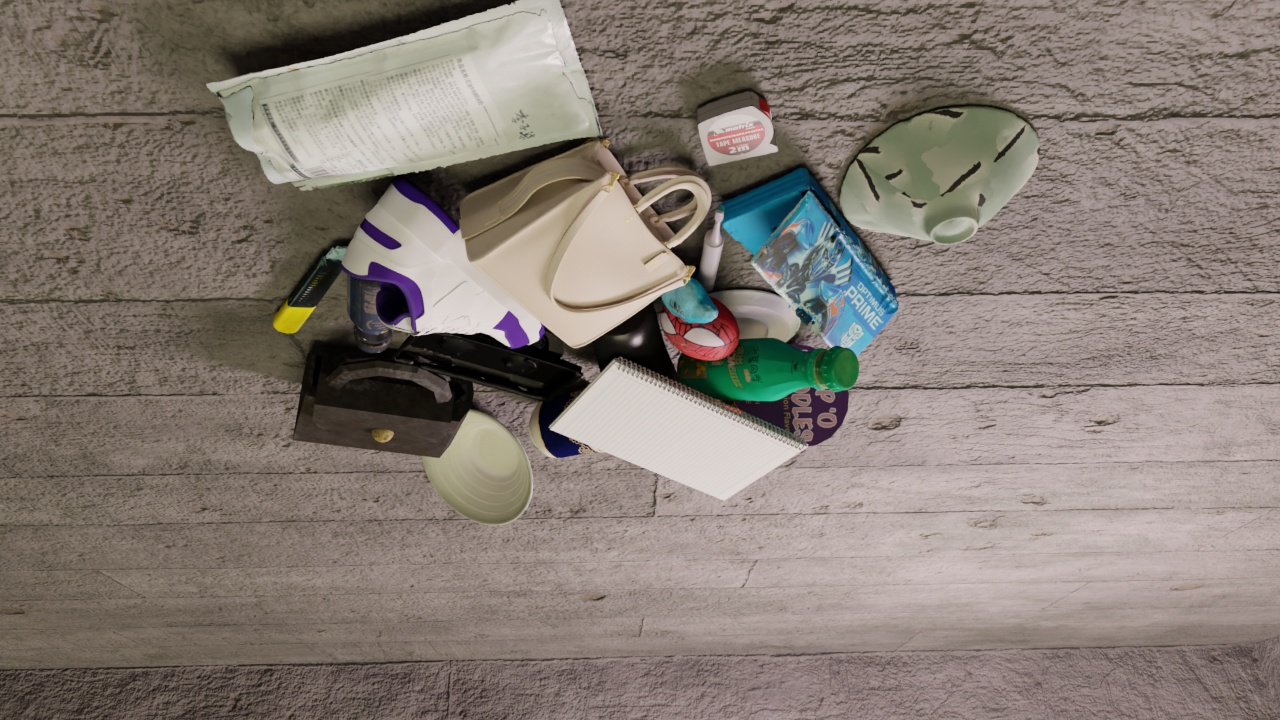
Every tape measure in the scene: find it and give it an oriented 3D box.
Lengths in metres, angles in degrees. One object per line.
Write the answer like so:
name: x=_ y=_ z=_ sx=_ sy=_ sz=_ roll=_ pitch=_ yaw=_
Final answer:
tape measure: x=0.079 y=-0.192 z=0.757 sx=0.060 sy=0.020 sz=0.062 roll=-9 pitch=150 yaw=14

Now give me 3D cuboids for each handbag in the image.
handbag: x=-0.030 y=-0.117 z=0.831 sx=0.198 sy=0.101 sz=0.194 roll=-26 pitch=145 yaw=16
handbag: x=-0.300 y=0.047 z=1.088 sx=0.197 sy=0.102 sz=0.200 roll=9 pitch=150 yaw=-19

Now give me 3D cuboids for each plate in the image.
plate: x=0.106 y=-0.035 z=1.053 sx=0.157 sy=0.014 sz=0.157 roll=-1 pitch=153 yaw=-1

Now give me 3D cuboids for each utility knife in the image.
utility knife: x=-0.339 y=-0.075 z=0.951 sx=0.028 sy=0.020 sz=0.188 roll=17 pitch=147 yaw=-34

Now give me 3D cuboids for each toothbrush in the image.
toothbrush: x=0.068 y=-0.104 z=0.872 sx=0.018 sy=0.019 sz=0.188 roll=18 pitch=167 yaw=5

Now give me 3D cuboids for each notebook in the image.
notebook: x=0.040 y=0.086 z=1.048 sx=0.245 sy=0.013 sz=0.178 roll=24 pitch=142 yaw=-18

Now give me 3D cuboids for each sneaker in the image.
sneaker: x=-0.185 y=-0.059 z=0.870 sx=0.111 sy=0.092 sz=0.244 roll=-46 pitch=141 yaw=-5

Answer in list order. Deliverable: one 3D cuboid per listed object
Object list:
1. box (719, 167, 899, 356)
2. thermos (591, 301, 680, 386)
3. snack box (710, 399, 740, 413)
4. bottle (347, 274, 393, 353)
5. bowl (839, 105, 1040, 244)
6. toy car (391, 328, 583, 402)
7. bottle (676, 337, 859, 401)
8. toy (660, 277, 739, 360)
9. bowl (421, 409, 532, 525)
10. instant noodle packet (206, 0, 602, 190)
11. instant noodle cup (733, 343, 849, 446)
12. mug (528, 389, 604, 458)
box: x=0.176 y=-0.080 z=0.900 sx=0.092 sy=0.085 sz=0.243 roll=-20 pitch=147 yaw=27
thermos: x=-0.006 y=0.006 z=1.041 sx=0.106 sy=0.105 sz=0.219 roll=-6 pitch=146 yaw=7
snack box: x=0.120 y=0.089 z=1.253 sx=0.144 sy=0.040 sz=0.143 roll=18 pitch=146 yaw=-30
bottle: x=-0.272 y=-0.061 z=0.940 sx=0.056 sy=0.056 sz=0.161 roll=6 pitch=150 yaw=-15
bowl: x=0.270 y=-0.140 z=0.814 sx=0.174 sy=0.067 sz=0.174 roll=-3 pitch=150 yaw=-2
toy car: x=-0.165 y=-0.020 z=1.007 sx=0.191 sy=0.071 sz=0.094 roll=15 pitch=148 yaw=-27
bottle: x=0.133 y=0.010 z=0.978 sx=0.068 sy=0.068 sz=0.210 roll=24 pitch=163 yaw=-39
toy: x=0.055 y=-0.046 z=0.945 sx=0.092 sy=0.062 sz=0.133 roll=20 pitch=158 yaw=34
bowl: x=-0.211 y=0.135 z=1.258 sx=0.177 sy=0.057 sz=0.177 roll=10 pitch=116 yaw=22
instant noodle packet: x=-0.175 y=-0.200 z=0.712 sx=0.269 sy=0.057 sz=0.147 roll=-11 pitch=153 yaw=7
instant noodle cup: x=0.167 y=0.054 z=1.116 sx=0.137 sy=0.121 sz=0.122 roll=-1 pitch=167 yaw=-6
mug: x=-0.088 y=0.083 z=1.199 sx=0.089 sy=0.085 sz=0.111 roll=-13 pitch=175 yaw=24
